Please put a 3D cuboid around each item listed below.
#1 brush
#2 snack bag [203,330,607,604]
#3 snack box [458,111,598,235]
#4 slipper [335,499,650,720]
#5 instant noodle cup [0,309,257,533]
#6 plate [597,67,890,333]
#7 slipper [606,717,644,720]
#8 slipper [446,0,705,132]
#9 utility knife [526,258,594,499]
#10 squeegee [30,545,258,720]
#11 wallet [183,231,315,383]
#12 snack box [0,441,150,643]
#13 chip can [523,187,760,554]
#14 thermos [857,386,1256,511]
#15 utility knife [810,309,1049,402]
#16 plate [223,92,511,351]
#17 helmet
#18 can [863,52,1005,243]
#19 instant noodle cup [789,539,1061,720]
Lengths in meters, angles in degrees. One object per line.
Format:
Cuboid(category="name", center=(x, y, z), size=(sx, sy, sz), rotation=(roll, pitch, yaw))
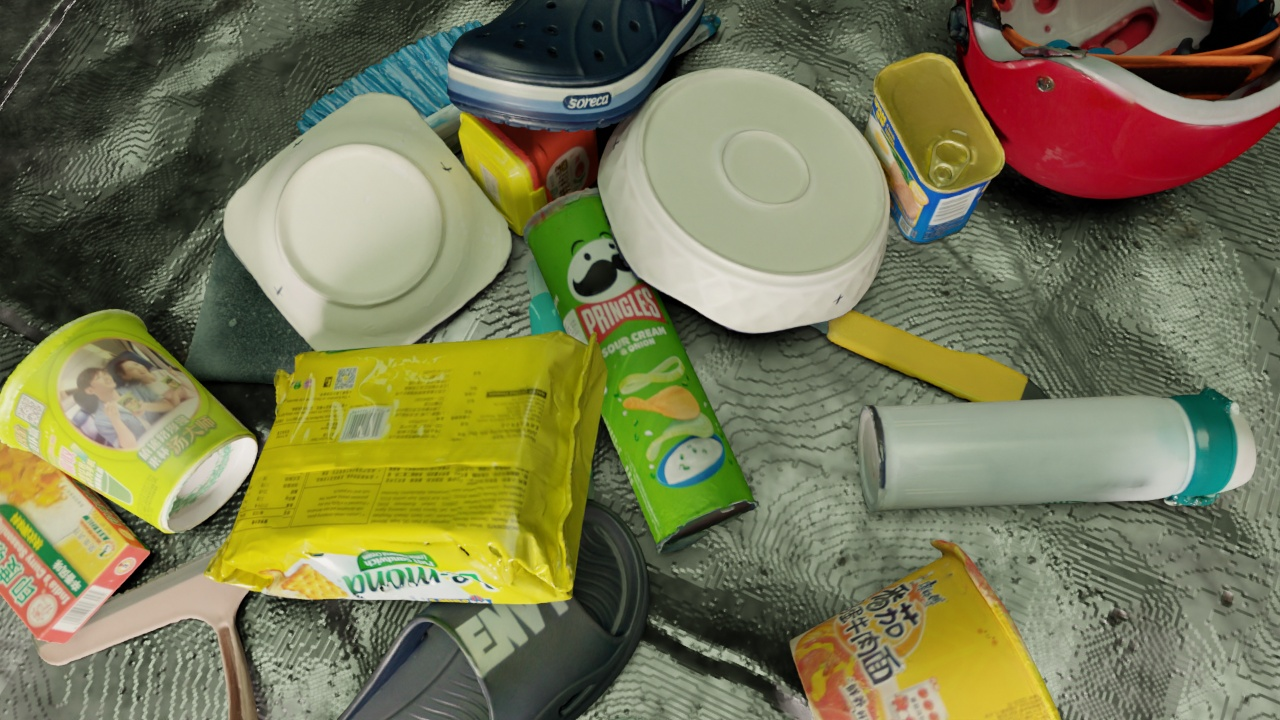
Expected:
Cuboid(category="brush", center=(-0.094, -0.215, 0.695), size=(0.314, 0.060, 0.109), rotation=(-34, 78, -10))
Cuboid(category="snack bag", center=(-0.138, 0.059, 0.546), size=(0.247, 0.068, 0.157), rotation=(-5, 58, 21))
Cuboid(category="snack box", center=(-0.076, -0.147, 0.649), size=(0.080, 0.091, 0.082), rotation=(-40, 71, -16))
Cuboid(category="slipper", center=(-0.100, 0.194, 0.540), size=(0.268, 0.083, 0.110), rotation=(-44, 75, -9))
Cuboid(category="instant noodle cup", center=(-0.324, 0.047, 0.598), size=(0.123, 0.112, 0.111), rotation=(36, 77, 7))
Cuboid(category="plate", center=(0.076, -0.116, 0.615), size=(0.204, 0.046, 0.204), rotation=(7, 61, -13))
Cuboid(category="slipper", center=(0.034, 0.267, 0.484), size=(0.246, 0.103, 0.074), rotation=(12, 115, 32))
Cuboid(category="slipper", center=(-0.025, -0.233, 0.604), size=(0.105, 0.095, 0.252), rotation=(20, 45, 22))
Cuboid(category="utility knife", center=(-0.057, 0.009, 0.633), size=(0.029, 0.013, 0.182), rotation=(-10, 72, -2))
Cuboid(category="squeegee", center=(-0.242, 0.230, 0.548), size=(0.247, 0.040, 0.249), rotation=(-24, 56, 0))
Cuboid(category="wallet", center=(-0.272, -0.041, 0.666), size=(0.097, 0.019, 0.120), rotation=(3, 70, 6))
Cuboid(category="snack box", center=(-0.406, 0.108, 0.613), size=(0.156, 0.027, 0.077), rotation=(35, 77, 21))
Cuboid(category="chip can", center=(-0.004, 0.004, 0.601), size=(0.072, 0.072, 0.236), rotation=(-23, 72, -3))
Cuboid(category="thermos", center=(0.253, 0.058, 0.566), size=(0.224, 0.073, 0.073), rotation=(-3, 71, 3))
Cuboid(category="utility knife", center=(0.173, -0.010, 0.620), size=(0.202, 0.015, 0.033), rotation=(24, 76, 11))
Cuboid(category="plate", center=(-0.190, -0.090, 0.631), size=(0.163, 0.034, 0.164), rotation=(-40, 92, -5))
Cuboid(category="helmet", center=(0.307, -0.206, 0.613), size=(0.207, 0.144, 0.239), rotation=(-12, 57, -3))
Cuboid(category="can", center=(0.194, -0.142, 0.627), size=(0.057, 0.083, 0.102), rotation=(-20, 71, -2))
Cuboid(category="instant noodle cup", center=(0.152, 0.185, 0.501), size=(0.110, 0.138, 0.138), rotation=(-24, 71, 5))
